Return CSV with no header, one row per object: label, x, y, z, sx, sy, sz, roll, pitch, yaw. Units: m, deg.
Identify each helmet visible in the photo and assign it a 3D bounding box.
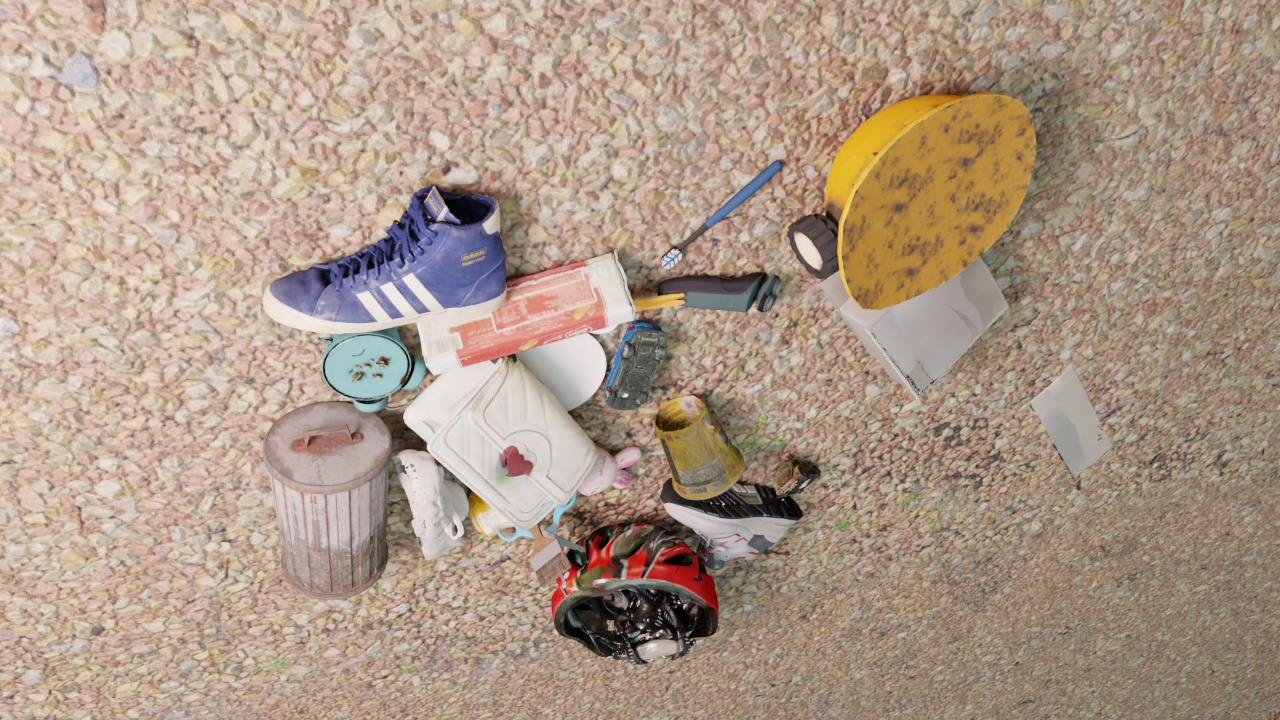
helmet,0.269,-0.183,0.955,0.255,0.131,0.205,-34,132,-9
helmet,-0.009,0.311,1.243,0.218,0.166,0.272,-15,146,13

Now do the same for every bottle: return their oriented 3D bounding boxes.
bottle,-0.160,0.175,1.149,0.108,0.063,0.063,-23,132,0

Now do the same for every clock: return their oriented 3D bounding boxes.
clock,-0.281,0.006,0.971,0.090,0.053,0.124,-27,132,5

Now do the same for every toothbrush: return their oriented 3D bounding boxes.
toothbrush,0.087,-0.157,0.992,0.168,0.014,0.014,-40,119,15

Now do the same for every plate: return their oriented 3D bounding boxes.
plate,-0.106,0.011,1.066,0.134,0.011,0.135,-10,131,-12

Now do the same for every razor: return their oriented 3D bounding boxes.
razor,0.090,-0.078,1.044,0.143,0.052,0.047,2,130,-9

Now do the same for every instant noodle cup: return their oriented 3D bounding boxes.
instant noodle cup,0.068,0.105,1.160,0.102,0.102,0.108,-25,123,2

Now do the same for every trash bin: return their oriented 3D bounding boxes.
trash bin,-0.344,0.153,1.022,0.130,0.130,0.212,-3,131,-18

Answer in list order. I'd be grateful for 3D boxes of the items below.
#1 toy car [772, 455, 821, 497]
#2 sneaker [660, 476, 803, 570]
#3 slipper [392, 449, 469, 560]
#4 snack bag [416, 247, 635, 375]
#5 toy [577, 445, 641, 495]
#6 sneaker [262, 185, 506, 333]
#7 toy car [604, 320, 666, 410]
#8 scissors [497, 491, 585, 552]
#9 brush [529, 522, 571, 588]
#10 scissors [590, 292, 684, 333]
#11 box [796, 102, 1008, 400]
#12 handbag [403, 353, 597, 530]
toy car,0.213,0.159,1.283,0.047,0.047,0.111,-43,158,18
sneaker,0.110,0.236,1.282,0.239,0.088,0.124,11,121,-31
slipper,-0.239,0.171,1.068,0.074,0.112,0.247,-32,159,-19
snack bag,-0.121,-0.051,0.965,0.225,0.077,0.041,-15,155,-8
toy,-0.049,0.140,1.170,0.109,0.047,0.064,-3,113,-35
sneaker,-0.238,-0.102,0.869,0.232,0.091,0.119,-3,134,-18
toy car,-0.006,0.006,1.076,0.056,0.043,0.120,5,125,-23
scissors,-0.128,0.208,1.186,0.135,0.135,0.015,8,172,22
brush,-0.129,0.218,1.143,0.045,0.143,0.008,-40,133,4
scissors,-0.010,-0.057,1.025,0.130,0.013,0.070,-3,133,1
box,0.297,-0.157,1.209,0.172,0.403,0.169,-37,130,12
handbag,-0.147,0.087,1.033,0.142,0.096,0.198,-45,130,-6
